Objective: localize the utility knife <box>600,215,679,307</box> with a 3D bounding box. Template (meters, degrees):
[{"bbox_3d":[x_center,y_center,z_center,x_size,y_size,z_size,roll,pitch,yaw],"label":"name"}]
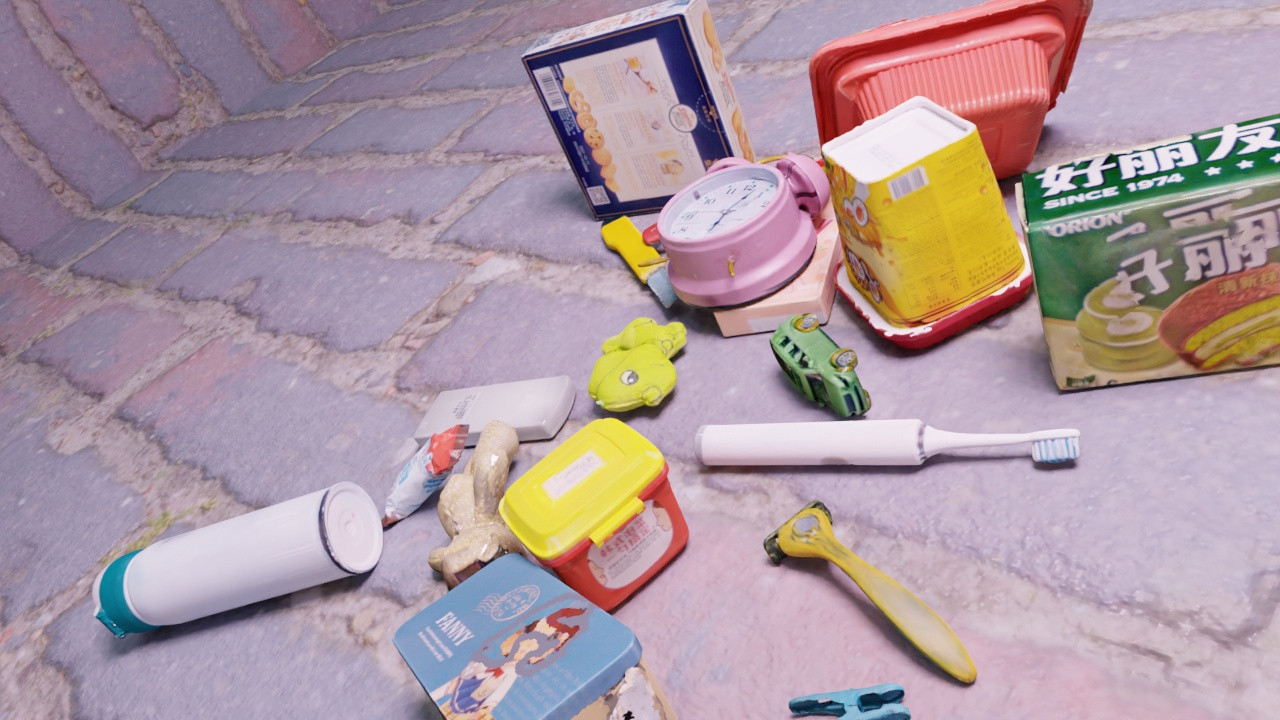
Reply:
[{"bbox_3d":[-0.001,-0.090,0.824,0.033,0.015,0.216,-28,31,-1],"label":"utility knife"}]

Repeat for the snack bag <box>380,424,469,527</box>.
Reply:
[{"bbox_3d":[-0.161,0.086,0.676,0.104,0.026,0.048,-45,20,33],"label":"snack bag"}]

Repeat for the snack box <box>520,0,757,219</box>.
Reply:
[{"bbox_3d":[0.003,-0.227,0.857,0.183,0.178,0.045,-1,38,33],"label":"snack box"}]

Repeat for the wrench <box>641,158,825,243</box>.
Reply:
[{"bbox_3d":[0.129,-0.157,0.811,0.274,0.016,0.056,-19,31,10],"label":"wrench"}]

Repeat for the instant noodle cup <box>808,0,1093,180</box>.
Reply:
[{"bbox_3d":[0.224,-0.181,0.667,0.189,0.164,0.079,-11,71,13],"label":"instant noodle cup"}]

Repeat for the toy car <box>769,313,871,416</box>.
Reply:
[{"bbox_3d":[0.115,0.004,0.591,0.036,0.043,0.091,-29,32,-6],"label":"toy car"}]

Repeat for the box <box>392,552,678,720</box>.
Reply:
[{"bbox_3d":[-0.060,0.157,0.460,0.089,0.060,0.184,-33,19,-24],"label":"box"}]

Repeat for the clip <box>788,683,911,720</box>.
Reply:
[{"bbox_3d":[0.095,0.163,0.420,0.056,0.014,0.041,-19,35,17],"label":"clip"}]

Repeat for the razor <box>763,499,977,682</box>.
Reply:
[{"bbox_3d":[0.115,0.114,0.461,0.043,0.028,0.132,-33,35,-13],"label":"razor"}]

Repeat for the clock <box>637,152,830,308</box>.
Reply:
[{"bbox_3d":[0.080,-0.110,0.704,0.117,0.060,0.158,9,47,43],"label":"clock"}]

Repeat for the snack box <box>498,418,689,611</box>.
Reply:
[{"bbox_3d":[-0.022,0.093,0.537,0.091,0.080,0.082,-38,34,-14],"label":"snack box"}]

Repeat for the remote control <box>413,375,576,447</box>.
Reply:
[{"bbox_3d":[-0.116,0.042,0.728,0.135,0.019,0.056,-8,38,28],"label":"remote control"}]

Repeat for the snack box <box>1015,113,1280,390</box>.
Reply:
[{"bbox_3d":[0.325,-0.060,0.459,0.241,0.114,0.063,-9,37,26],"label":"snack box"}]

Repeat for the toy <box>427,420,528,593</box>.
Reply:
[{"bbox_3d":[-0.103,0.100,0.615,0.105,0.066,0.157,-53,21,23],"label":"toy"}]

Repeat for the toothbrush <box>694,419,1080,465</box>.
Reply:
[{"bbox_3d":[0.134,0.048,0.533,0.221,0.026,0.026,-4,79,32],"label":"toothbrush"}]

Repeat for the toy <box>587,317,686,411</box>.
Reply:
[{"bbox_3d":[-0.004,0.004,0.688,0.097,0.031,0.099,12,46,44],"label":"toy"}]

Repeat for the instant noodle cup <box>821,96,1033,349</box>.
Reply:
[{"bbox_3d":[0.180,-0.093,0.598,0.116,0.124,0.116,-27,33,3],"label":"instant noodle cup"}]

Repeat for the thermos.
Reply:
[{"bbox_3d":[-0.304,0.149,0.681,0.224,0.073,0.073,-18,35,16],"label":"thermos"}]

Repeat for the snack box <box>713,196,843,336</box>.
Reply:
[{"bbox_3d":[0.117,-0.082,0.719,0.085,0.026,0.156,-7,39,29],"label":"snack box"}]
